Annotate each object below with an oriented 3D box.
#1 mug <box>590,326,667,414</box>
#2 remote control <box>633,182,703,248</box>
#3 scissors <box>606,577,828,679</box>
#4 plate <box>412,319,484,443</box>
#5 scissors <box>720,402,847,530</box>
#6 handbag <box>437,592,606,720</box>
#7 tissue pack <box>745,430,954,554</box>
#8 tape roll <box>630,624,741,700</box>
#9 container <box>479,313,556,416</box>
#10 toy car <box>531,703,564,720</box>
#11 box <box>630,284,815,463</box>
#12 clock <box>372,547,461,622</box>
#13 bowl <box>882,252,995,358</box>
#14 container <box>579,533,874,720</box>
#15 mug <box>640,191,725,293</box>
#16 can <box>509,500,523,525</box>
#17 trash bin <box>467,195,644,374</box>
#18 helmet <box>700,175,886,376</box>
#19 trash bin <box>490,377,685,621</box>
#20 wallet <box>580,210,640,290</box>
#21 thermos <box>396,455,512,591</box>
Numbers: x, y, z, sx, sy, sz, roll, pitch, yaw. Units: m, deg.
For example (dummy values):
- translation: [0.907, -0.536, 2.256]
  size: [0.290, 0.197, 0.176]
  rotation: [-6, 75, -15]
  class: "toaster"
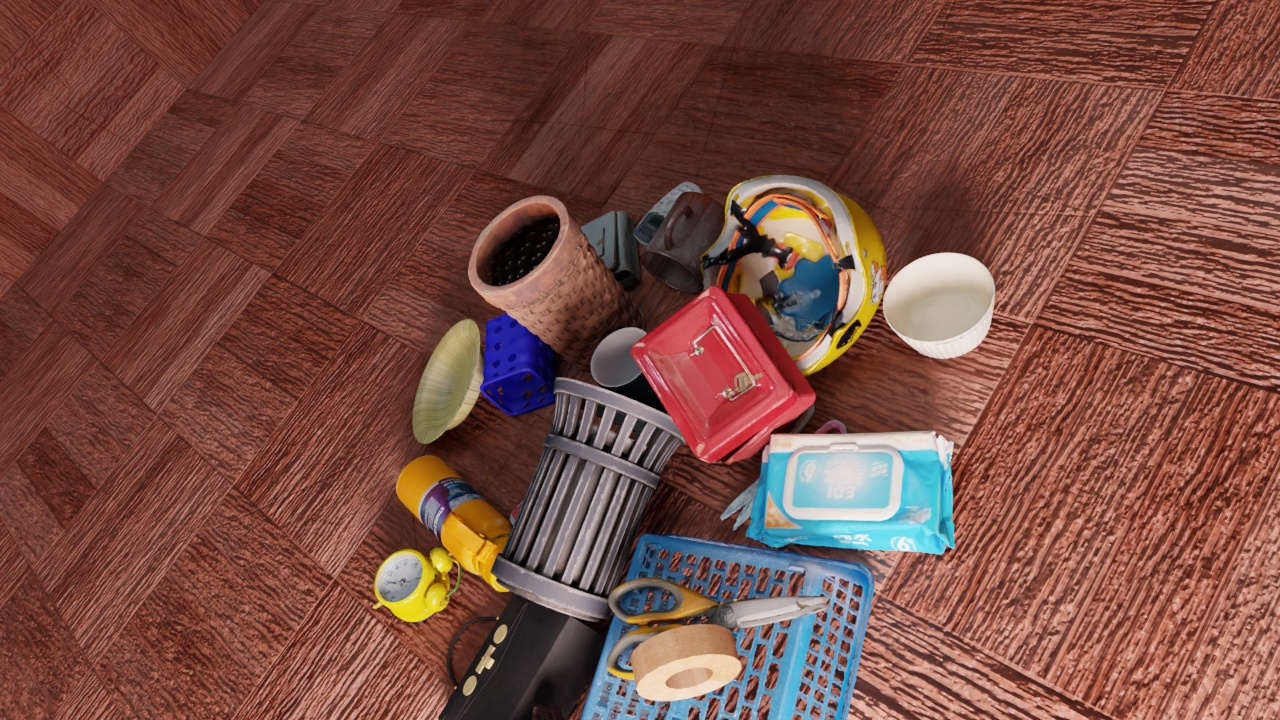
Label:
- translation: [-0.007, 0.007, 1.137]
  size: [0.085, 0.094, 0.121]
  rotation: [-29, 48, 11]
  class: "mug"
- translation: [0.043, -0.204, 1.298]
  size: [0.114, 0.028, 0.060]
  rotation: [-45, 47, -2]
  class: "remote control"
- translation: [0.067, 0.232, 0.865]
  size: [0.229, 0.016, 0.113]
  rotation: [-19, 51, 19]
  class: "scissors"
- translation: [-0.260, 0.034, 1.293]
  size: [0.185, 0.036, 0.184]
  rotation: [-34, 43, 40]
  class: "plate"
- translation: [0.143, 0.114, 1.026]
  size: [0.178, 0.016, 0.101]
  rotation: [-43, 51, 4]
  class: "scissors"
- translation: [-0.158, 0.345, 1.033]
  size: [0.196, 0.072, 0.175]
  rotation: [13, 67, 49]
  class: "handbag"
- translation: [0.209, 0.132, 0.931]
  size: [0.210, 0.066, 0.116]
  rotation: [-4, 61, 28]
  class: "tissue pack"
- translation: [0.040, 0.266, 0.805]
  size: [0.094, 0.094, 0.027]
  rotation: [-26, 49, 14]
  class: "tape roll"
- translation: [-0.163, 0.000, 1.247]
  size: [0.085, 0.085, 0.113]
  rotation: [-19, 50, 19]
  class: "container"
- translation: [-0.119, 0.427, 0.895]
  size: [0.070, 0.062, 0.169]
  rotation: [168, 116, -79]
  class: "toy car"
- translation: [0.097, 0.017, 0.992]
  size: [0.137, 0.126, 0.157]
  rotation: [-37, 65, 16]
  class: "box"
- translation: [-0.274, 0.277, 1.144]
  size: [0.119, 0.057, 0.083]
  rotation: [-12, 54, 15]
  class: "clock"
- translation: [0.327, -0.052, 0.991]
  size: [0.115, 0.062, 0.115]
  rotation: [-17, 52, 22]
  class: "bowl"
- translation: [0.056, 0.335, 0.874]
  size: [0.258, 0.089, 0.361]
  rotation: [2, 61, 33]
  class: "container"
- translation: [0.060, -0.163, 1.196]
  size: [0.096, 0.123, 0.110]
  rotation: [20, 70, 19]
  class: "mug"
- translation: [-0.108, 0.174, 1.113]
  size: [0.096, 0.054, 0.054]
  rotation: [-44, 47, -2]
  class: "can"
- translation: [-0.100, -0.089, 1.184]
  size: [0.151, 0.210, 0.151]
  rotation: [-17, 51, 23]
  class: "trash bin"
- translation: [0.185, -0.085, 1.052]
  size: [0.209, 0.139, 0.240]
  rotation: [33, 114, 37]
  class: "helmet"
- translation: [-0.060, 0.155, 1.011]
  size: [0.164, 0.164, 0.227]
  rotation: [14, 78, 38]
  class: "trash bin"
- translation: [-0.054, -0.150, 1.310]
  size: [0.100, 0.054, 0.131]
  rotation: [-21, 45, 17]
  class: "wallet"
- translation: [-0.225, 0.201, 1.137]
  size: [0.233, 0.091, 0.076]
  rotation: [31, 110, 44]
  class: "thermos"
